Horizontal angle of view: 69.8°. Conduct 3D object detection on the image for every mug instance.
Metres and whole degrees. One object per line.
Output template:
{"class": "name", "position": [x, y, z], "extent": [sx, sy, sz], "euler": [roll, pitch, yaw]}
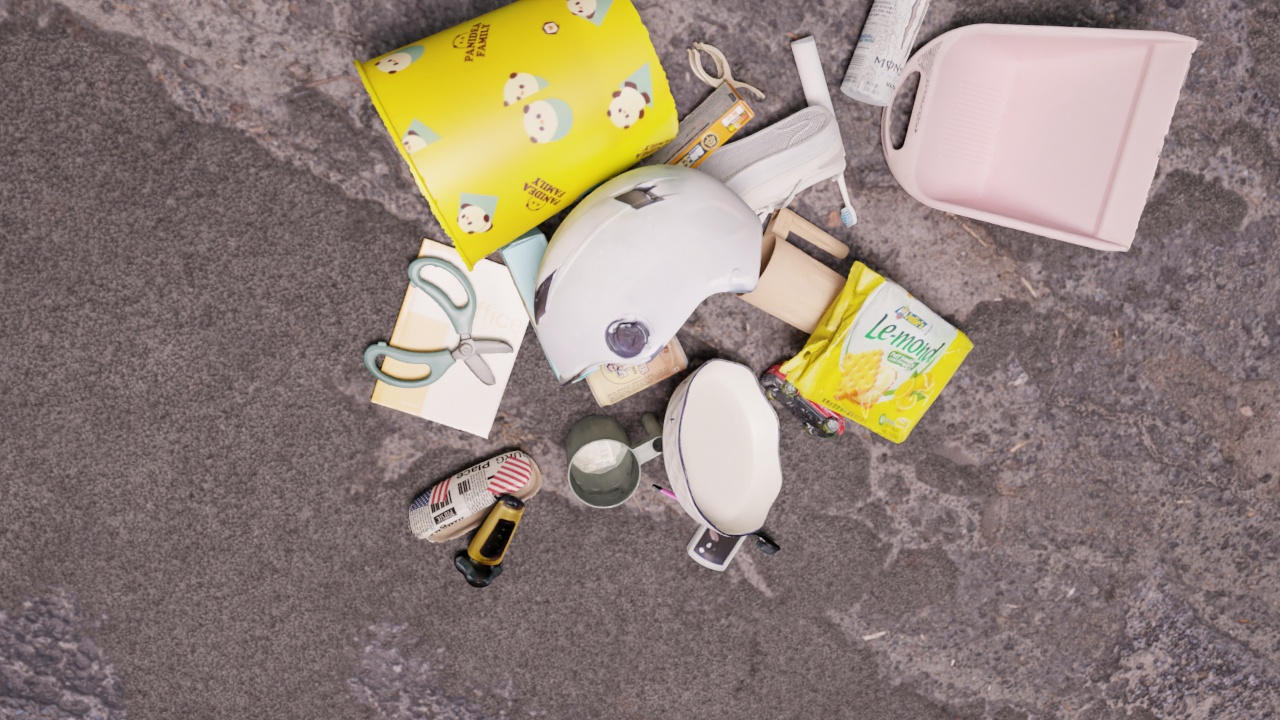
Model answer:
{"class": "mug", "position": [0.183, -0.105, 1.073], "extent": [0.103, 0.084, 0.124], "euler": [28, 73, -15]}
{"class": "mug", "position": [-0.029, 0.107, 1.083], "extent": [0.124, 0.103, 0.084], "euler": [-27, 106, 0]}

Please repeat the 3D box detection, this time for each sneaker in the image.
{"class": "sneaker", "position": [0.117, -0.191, 1.037], "extent": [0.242, 0.089, 0.091], "euler": [-26, 133, 9]}

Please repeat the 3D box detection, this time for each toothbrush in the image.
{"class": "toothbrush", "position": [0.094, 0.199, 1.146], "extent": [0.189, 0.014, 0.018], "euler": [28, 111, -12]}
{"class": "toothbrush", "position": [0.215, -0.260, 1.055], "extent": [0.026, 0.027, 0.221], "euler": [-27, 108, -22]}

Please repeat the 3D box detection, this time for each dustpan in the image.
{"class": "dustpan", "position": [0.406, -0.250, 0.992], "extent": [0.138, 0.274, 0.223], "euler": [3, 103, -34]}

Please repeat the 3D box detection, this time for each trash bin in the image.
{"class": "trash bin", "position": [-0.116, -0.248, 0.924], "extent": [0.255, 0.229, 0.229], "euler": [-28, 106, -5]}

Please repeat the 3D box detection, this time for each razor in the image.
{"class": "razor", "position": [-0.174, 0.213, 1.084], "extent": [0.062, 0.067, 0.168], "euler": [16, 136, -16]}

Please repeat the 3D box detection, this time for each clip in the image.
{"class": "clip", "position": [0.086, -0.310, 1.025], "extent": [0.066, 0.034, 0.099], "euler": [-40, 114, 3]}

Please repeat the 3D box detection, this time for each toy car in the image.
{"class": "toy car", "position": [0.202, 0.049, 1.122], "extent": [0.120, 0.053, 0.045], "euler": [44, 71, -11]}

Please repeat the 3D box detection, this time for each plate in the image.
{"class": "plate", "position": [0.094, 0.102, 1.069], "extent": [0.046, 0.204, 0.205], "euler": [-10, 112, 40]}

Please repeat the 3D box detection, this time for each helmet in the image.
{"class": "helmet", "position": [-0.012, -0.101, 0.909], "extent": [0.259, 0.228, 0.146], "euler": [-30, 106, 17]}

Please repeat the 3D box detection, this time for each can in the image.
{"class": "can", "position": [-0.006, 0.006, 1.082], "extent": [0.116, 0.058, 0.058], "euler": [-26, 106, 0]}
{"class": "can", "position": [0.275, -0.361, 1.019], "extent": [0.058, 0.058, 0.147], "euler": [18, 102, -11]}

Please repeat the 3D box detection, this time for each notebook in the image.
{"class": "notebook", "position": [-0.214, -0.023, 1.073], "extent": [0.146, 0.010, 0.206], "euler": [19, 101, -12]}

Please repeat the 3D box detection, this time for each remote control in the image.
{"class": "remote control", "position": [0.118, 0.198, 1.168], "extent": [0.058, 0.021, 0.150], "euler": [29, 99, -13]}

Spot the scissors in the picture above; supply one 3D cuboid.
{"class": "scissors", "position": [-0.244, -0.023, 1.054], "extent": [0.181, 0.019, 0.170], "euler": [-32, 108, 1]}

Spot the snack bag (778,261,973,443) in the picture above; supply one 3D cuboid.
{"class": "snack bag", "position": [0.274, -0.005, 1.067], "extent": [0.246, 0.068, 0.158], "euler": [25, 103, -42]}

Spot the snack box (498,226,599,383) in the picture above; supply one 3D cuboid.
{"class": "snack box", "position": [-0.105, -0.063, 1.033], "extent": [0.051, 0.074, 0.175], "euler": [-24, 112, -8]}

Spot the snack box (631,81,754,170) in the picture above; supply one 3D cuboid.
{"class": "snack box", "position": [0.051, -0.234, 1.000], "extent": [0.154, 0.075, 0.026], "euler": [-40, 119, 16]}

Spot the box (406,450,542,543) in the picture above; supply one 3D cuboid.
{"class": "box", "position": [-0.199, 0.162, 1.086], "extent": [0.163, 0.087, 0.076], "euler": [-26, 91, 2]}
